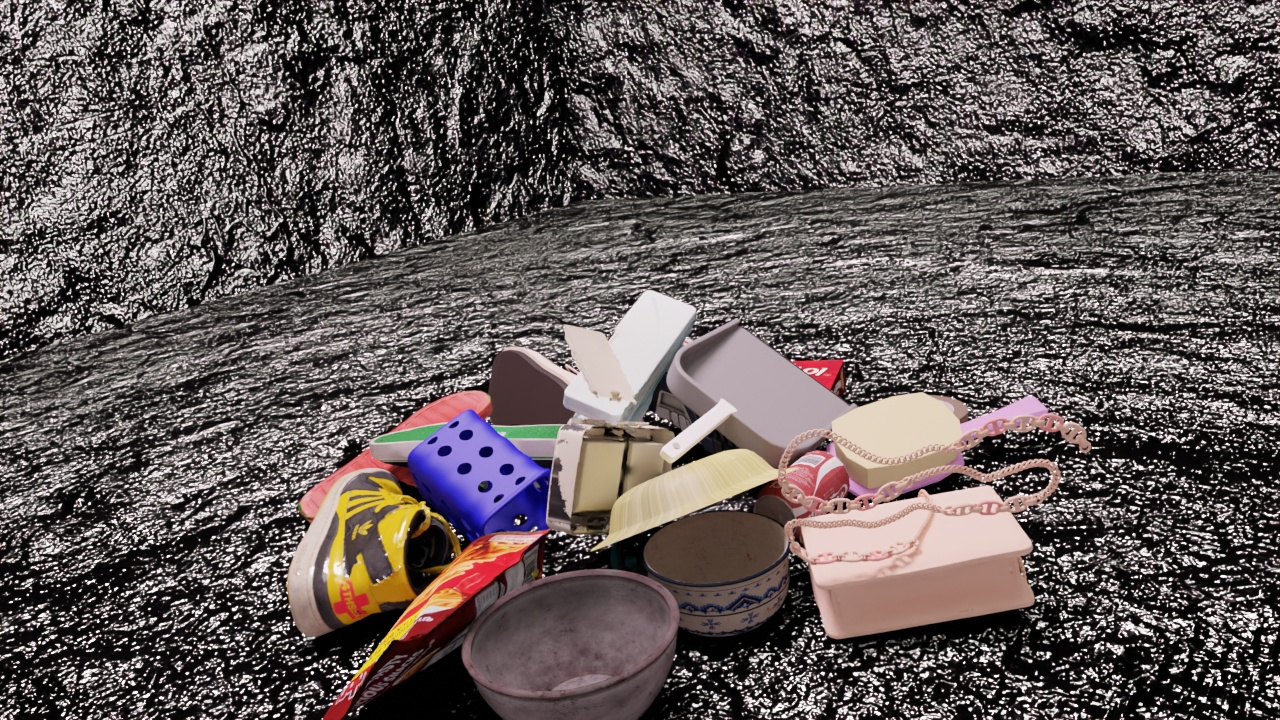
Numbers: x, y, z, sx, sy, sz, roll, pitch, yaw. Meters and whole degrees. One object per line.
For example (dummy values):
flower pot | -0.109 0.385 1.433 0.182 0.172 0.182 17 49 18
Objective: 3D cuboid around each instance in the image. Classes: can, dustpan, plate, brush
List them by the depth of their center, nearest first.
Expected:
plate | 0.039 0.108 0.765 0.184 0.036 0.184 -21 -9 -4
can | 0.146 0.122 0.831 0.054 0.054 0.096 6 22 39
brush | 0.293 0.067 0.891 0.228 0.043 0.089 -17 40 -10
dustpan | 0.095 0.043 0.897 0.163 0.033 0.256 38 42 18

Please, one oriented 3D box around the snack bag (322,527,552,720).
snack bag | -0.145 0.197 0.669 0.139 0.066 0.207 -45 -2 26

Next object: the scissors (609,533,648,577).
scissors | -0.013 0.180 0.772 0.135 0.019 0.129 3 17 44

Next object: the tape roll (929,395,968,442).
tape roll | 0.300 0.067 0.977 0.094 0.030 0.093 -8 17 2

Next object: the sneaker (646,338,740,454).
sneaker | 0.089 0.028 1.029 0.240 0.089 0.124 26 39 32

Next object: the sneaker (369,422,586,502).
sneaker | -0.168 0.111 0.961 0.235 0.079 0.084 1 11 5

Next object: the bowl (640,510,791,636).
bowl | 0.061 0.168 0.708 0.115 0.059 0.115 -8 17 2

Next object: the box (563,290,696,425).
box | -0.007 0.001 0.970 0.086 0.072 0.198 -7 33 35

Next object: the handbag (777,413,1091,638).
handbag | 0.201 0.092 0.667 0.199 0.187 0.116 -11 23 7

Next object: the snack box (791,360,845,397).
snack box | 0.165 0.039 1.128 0.152 0.036 0.132 -2 18 22

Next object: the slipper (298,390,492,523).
slipper | -0.264 0.119 1.043 0.248 0.059 0.104 -37 30 -27

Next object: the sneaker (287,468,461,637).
sneaker | -0.224 0.156 0.842 0.122 0.086 0.238 -13 20 5

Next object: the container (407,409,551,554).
container | -0.145 0.117 0.847 0.113 0.085 0.084 34 58 31

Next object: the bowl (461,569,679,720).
bowl | -0.041 0.206 0.618 0.145 0.067 0.144 -8 17 2

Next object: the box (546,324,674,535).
box | -0.034 0.063 0.840 0.081 0.181 0.143 7 -2 35

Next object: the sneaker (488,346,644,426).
sneaker | -0.092 0.052 1.136 0.116 0.112 0.294 7 5 -32
